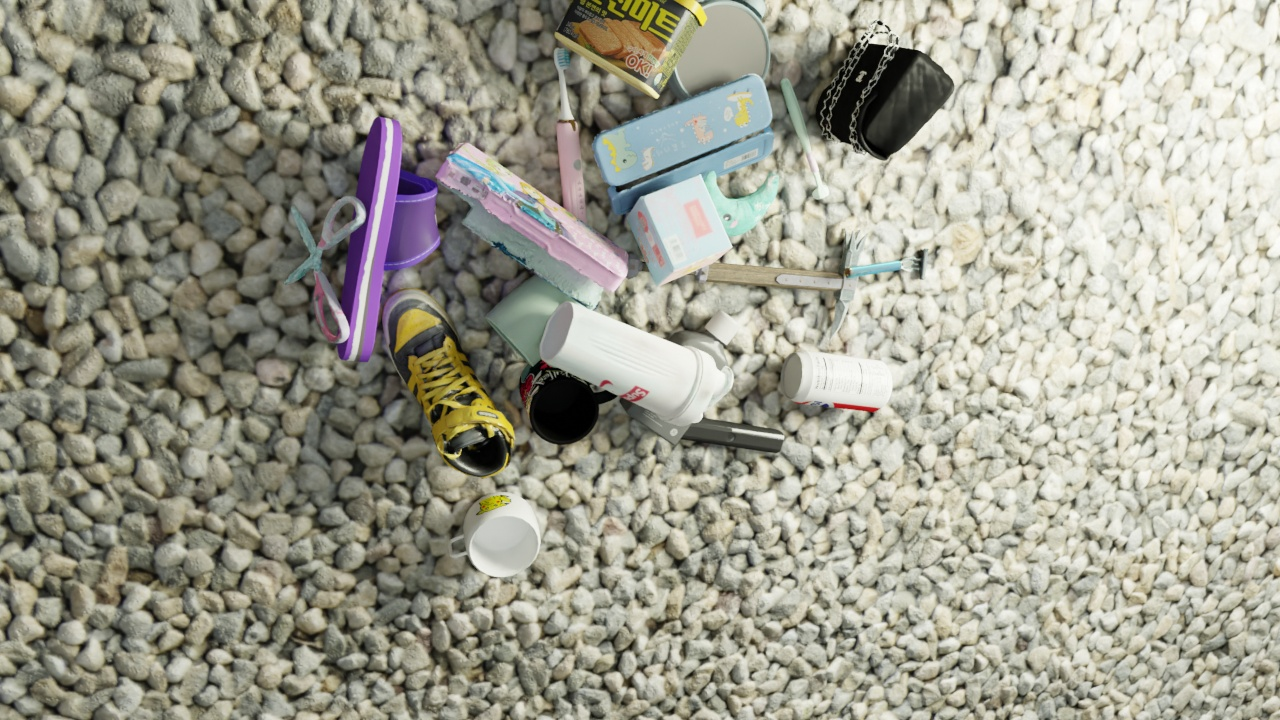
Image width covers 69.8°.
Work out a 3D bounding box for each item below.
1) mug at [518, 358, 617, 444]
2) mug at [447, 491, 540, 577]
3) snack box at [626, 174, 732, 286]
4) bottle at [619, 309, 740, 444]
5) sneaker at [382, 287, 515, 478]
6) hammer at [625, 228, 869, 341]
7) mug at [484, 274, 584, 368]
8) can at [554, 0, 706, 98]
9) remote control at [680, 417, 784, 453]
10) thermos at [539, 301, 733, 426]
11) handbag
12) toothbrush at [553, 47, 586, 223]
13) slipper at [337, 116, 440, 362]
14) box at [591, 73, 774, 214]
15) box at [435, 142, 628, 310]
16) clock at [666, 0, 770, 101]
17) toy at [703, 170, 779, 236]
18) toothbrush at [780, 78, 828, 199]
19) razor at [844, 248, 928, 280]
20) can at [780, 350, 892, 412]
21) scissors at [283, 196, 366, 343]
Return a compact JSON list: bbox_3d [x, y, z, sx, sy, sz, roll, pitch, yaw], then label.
[{"bbox_3d":[-0.083,0.041,1.109,0.118,0.098,0.082,-14,111,-10],"label":"mug"},{"bbox_3d":[-0.186,0.222,1.160,0.115,0.068,0.094,-16,111,-9],"label":"mug"},{"bbox_3d":[0.044,-0.149,1.062,0.079,0.095,0.093,-23,88,-13],"label":"snack box"},{"bbox_3d":[0.060,0.013,1.165,0.083,0.046,0.174,36,97,-22],"label":"bottle"},{"bbox_3d":[-0.222,0.035,1.059,0.086,0.122,0.238,-30,114,-5],"label":"sneaker"},{"bbox_3d":[0.127,-0.104,1.153,0.316,0.028,0.147,3,107,-15],"label":"hammer"},{"bbox_3d":[-0.107,-0.046,1.077,0.104,0.084,0.111,-43,91,-8],"label":"mug"},{"bbox_3d":[-0.012,-0.359,0.984,0.131,0.072,0.101,32,101,8],"label":"can"},{"bbox_3d":[0.122,0.100,1.228,0.146,0.015,0.033,10,105,-18],"label":"remote control"},{"bbox_3d":[-0.006,0.006,1.060,0.220,0.099,0.099,24,101,-27],"label":"thermos"},{"bbox_3d":[0.258,-0.306,1.052,0.114,0.153,0.125,30,103,-25],"label":"handbag"},{"bbox_3d":[-0.082,-0.241,1.051,0.027,0.027,0.223,-29,122,-49],"label":"toothbrush"},{"bbox_3d":[-0.267,-0.125,1.004,0.084,0.107,0.267,6,107,-27],"label":"slipper"},{"bbox_3d":[0.054,-0.239,1.049,0.209,0.043,0.125,-23,143,-4],"label":"box"},{"bbox_3d":[-0.124,-0.146,1.026,0.230,0.084,0.071,33,112,-12],"label":"box"},{"bbox_3d":[0.088,-0.360,1.046,0.122,0.045,0.159,3,109,-16],"label":"clock"},{"bbox_3d":[0.114,-0.188,1.108,0.105,0.033,0.085,-4,128,-25],"label":"toy"},{"bbox_3d":[0.200,-0.271,1.122,0.022,0.015,0.155,-26,112,-6],"label":"toothbrush"},{"bbox_3d":[0.318,-0.120,1.189,0.143,0.022,0.042,-9,110,-30],"label":"razor"},{"bbox_3d":[0.258,0.028,1.209,0.132,0.070,0.070,7,106,-17],"label":"can"},{"bbox_3d":[-0.334,-0.107,0.977,0.013,0.170,0.177,-4,151,-49],"label":"scissors"}]
